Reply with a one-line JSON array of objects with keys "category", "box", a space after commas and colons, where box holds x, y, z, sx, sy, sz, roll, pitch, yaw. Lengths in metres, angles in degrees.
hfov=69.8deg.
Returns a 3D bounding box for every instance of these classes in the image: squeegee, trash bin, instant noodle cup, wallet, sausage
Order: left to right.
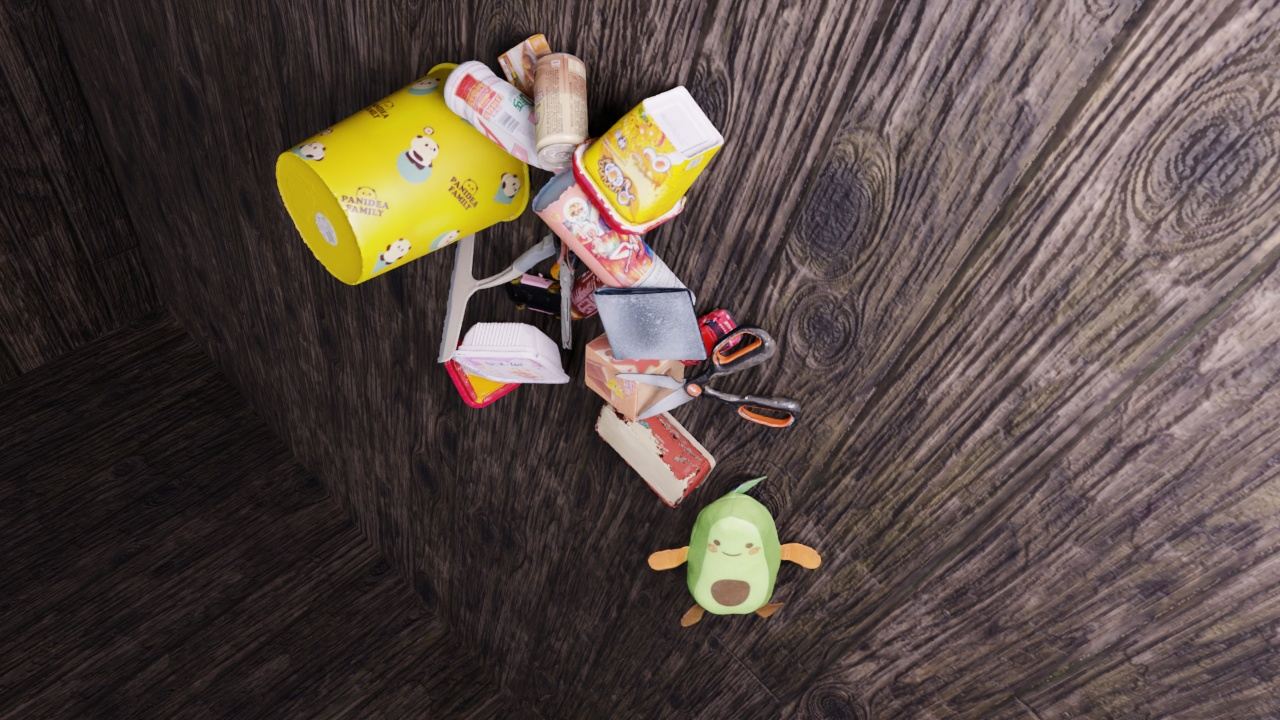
[{"category": "trash bin", "box": [-0.315, -0.238, 1.213, 0.230, 0.254, 0.230, 33, 143, 30]}, {"category": "instant noodle cup", "box": [-0.272, 0.005, 1.540, 0.124, 0.116, 0.117, 13, 132, 63]}, {"category": "instant noodle cup", "box": [-0.190, -0.012, 1.373, 0.138, 0.060, 0.173, 1, 165, 14]}, {"category": "squeegee", "box": [-0.178, -0.134, 1.291, 0.247, 0.246, 0.039, -22, 143, 36]}, {"category": "sausage", "box": [-0.087, -0.143, 1.226, 0.021, 0.021, 0.166, 54, 149, -1]}, {"category": "wallet", "box": [0.011, -0.040, 1.044, 0.121, 0.019, 0.097, 1, 130, 26]}, {"category": "instant noodle cup", "box": [0.011, -0.212, 0.957, 0.116, 0.115, 0.124, 53, 137, 2]}]

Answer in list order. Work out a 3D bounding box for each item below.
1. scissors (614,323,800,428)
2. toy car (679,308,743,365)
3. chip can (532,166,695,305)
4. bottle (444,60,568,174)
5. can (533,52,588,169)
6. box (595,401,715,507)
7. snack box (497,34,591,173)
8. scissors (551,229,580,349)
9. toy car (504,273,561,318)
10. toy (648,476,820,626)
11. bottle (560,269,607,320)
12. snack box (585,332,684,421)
[{"category": "scissors", "box": [0.087, 0.034, 1.086, 0.224, 0.021, 0.222, 31, 133, -6]}, {"category": "toy car", "box": [0.073, -0.026, 1.108, 0.053, 0.045, 0.121, 58, 151, -3]}, {"category": "chip can", "box": [-0.029, -0.122, 1.051, 0.214, 0.071, 0.071, 45, 155, -29]}, {"category": "bottle", "box": [-0.143, -0.277, 1.081, 0.197, 0.068, 0.068, 38, 146, 17]}, {"category": "can", "box": [-0.088, -0.276, 1.014, 0.059, 0.058, 0.116, -32, 57, 59]}, {"category": "box", "box": [0.014, 0.123, 1.296, 0.168, 0.079, 0.092, 44, 148, 15]}, {"category": "snack box", "box": [-0.110, -0.304, 1.096, 0.075, 0.026, 0.154, -2, 118, 54]}, {"category": "scissors", "box": [-0.087, -0.120, 1.174, 0.195, 0.015, 0.206, -41, 64, 50]}, {"category": "toy car", "box": [-0.145, -0.097, 1.336, 0.122, 0.037, 0.056, 16, 136, 28]}, {"category": "toy", "box": [0.124, 0.270, 1.223, 0.089, 0.227, 0.247, -93, -1, -58]}, {"category": "bottle", "box": [-0.052, -0.094, 1.192, 0.057, 0.057, 0.175, 57, 148, -5]}, {"category": "snack box", "box": [-0.007, 0.007, 1.197, 0.094, 0.092, 0.077, 36, 144, 27]}]
